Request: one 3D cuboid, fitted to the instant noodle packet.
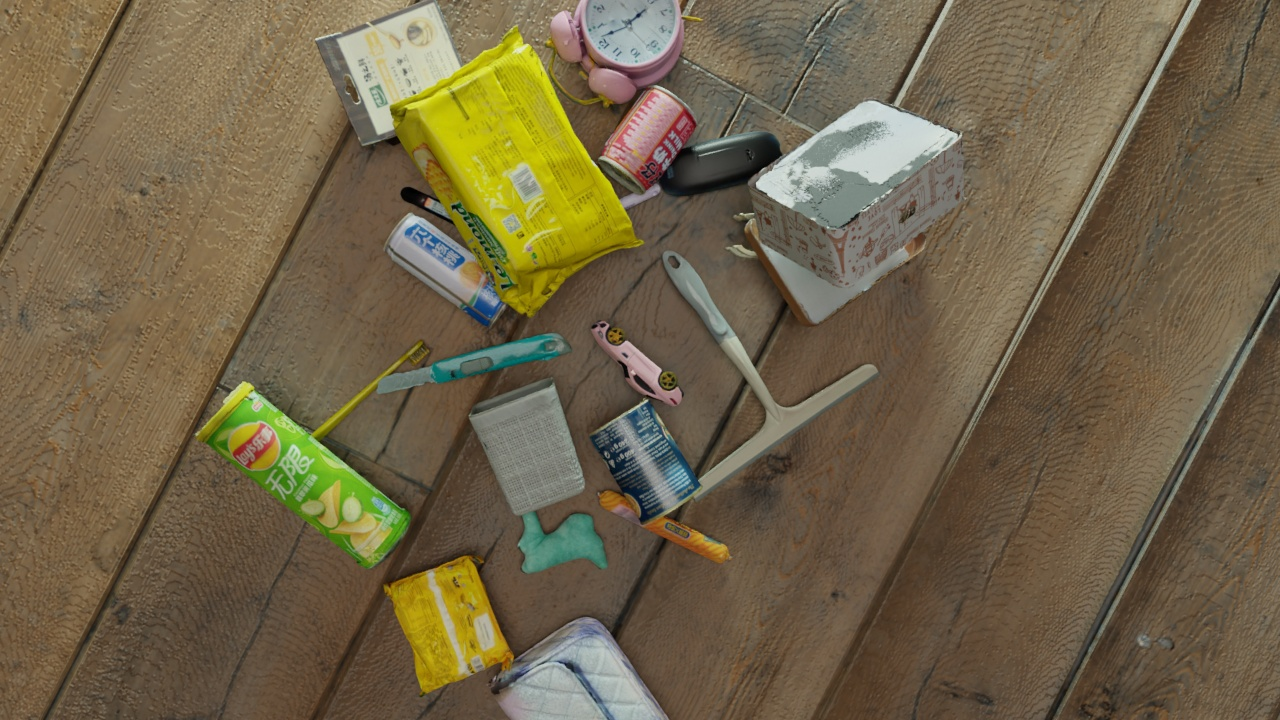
[{"bbox_3d":[-0.198,0.277,0.960,0.111,0.044,0.128,-20,85,3],"label":"instant noodle packet"}]

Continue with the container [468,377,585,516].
[{"bbox_3d":[-0.112,0.089,0.942,0.090,0.090,0.114,-20,97,-4],"label":"container"}]

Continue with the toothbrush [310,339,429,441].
[{"bbox_3d":[-0.296,0.046,0.958,0.190,0.015,0.016,-41,102,-2],"label":"toothbrush"}]

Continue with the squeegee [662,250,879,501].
[{"bbox_3d":[0.097,-0.015,0.979,0.246,0.039,0.246,-34,95,-3],"label":"squeegee"}]

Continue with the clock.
[{"bbox_3d":[-0.025,-0.330,0.941,0.158,0.060,0.117,-43,95,0],"label":"clock"}]

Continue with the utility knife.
[{"bbox_3d":[-0.174,0.005,0.963,0.207,0.013,0.029,-14,102,-7],"label":"utility knife"}]

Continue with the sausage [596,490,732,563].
[{"bbox_3d":[0.026,0.179,0.991,0.165,0.021,0.021,27,90,-6],"label":"sausage"}]

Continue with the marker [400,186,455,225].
[{"bbox_3d":[-0.193,-0.150,0.959,0.124,0.015,0.018,26,89,-3],"label":"marker"}]

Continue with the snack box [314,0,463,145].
[{"bbox_3d":[-0.242,-0.287,0.926,0.125,0.053,0.113,-23,96,-4],"label":"snack box"}]

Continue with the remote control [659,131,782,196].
[{"bbox_3d":[0.086,-0.210,0.974,0.136,0.024,0.053,-15,93,-4],"label":"remote control"}]

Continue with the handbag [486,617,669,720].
[{"bbox_3d":[-0.053,0.381,0.967,0.134,0.075,0.194,-34,94,-1],"label":"handbag"}]

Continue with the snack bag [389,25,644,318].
[{"bbox_3d":[-0.119,-0.182,0.898,0.157,0.068,0.246,-35,101,-16],"label":"snack bag"}]

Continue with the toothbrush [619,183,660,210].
[{"bbox_3d":[-0.063,-0.141,0.968,0.189,0.029,0.021,-28,57,-4],"label":"toothbrush"}]

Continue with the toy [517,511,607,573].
[{"bbox_3d":[-0.090,0.191,0.978,0.092,0.030,0.096,-21,89,-6],"label":"toy"}]

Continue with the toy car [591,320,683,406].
[{"bbox_3d":[-0.006,0.006,0.963,0.122,0.056,0.037,41,82,-5],"label":"toy car"}]

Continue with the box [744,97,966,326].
[{"bbox_3d":[0.214,-0.136,0.935,0.182,0.153,0.178,-36,135,-15],"label":"box"}]

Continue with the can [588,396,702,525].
[{"bbox_3d":[0.004,0.104,0.952,0.075,0.075,0.111,-31,88,-3],"label":"can"}]

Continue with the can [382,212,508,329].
[{"bbox_3d":[-0.194,-0.092,0.941,0.134,0.053,0.053,36,89,-6],"label":"can"}]

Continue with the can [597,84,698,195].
[{"bbox_3d":[0.007,-0.225,0.944,0.066,0.066,0.093,36,87,-6],"label":"can"}]

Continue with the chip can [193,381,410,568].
[{"bbox_3d":[-0.331,0.119,0.918,0.221,0.072,0.072,42,89,-14],"label":"chip can"}]

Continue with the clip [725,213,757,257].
[{"bbox_3d":[0.143,-0.140,0.979,0.104,0.035,0.083,-5,94,-9],"label":"clip"}]
